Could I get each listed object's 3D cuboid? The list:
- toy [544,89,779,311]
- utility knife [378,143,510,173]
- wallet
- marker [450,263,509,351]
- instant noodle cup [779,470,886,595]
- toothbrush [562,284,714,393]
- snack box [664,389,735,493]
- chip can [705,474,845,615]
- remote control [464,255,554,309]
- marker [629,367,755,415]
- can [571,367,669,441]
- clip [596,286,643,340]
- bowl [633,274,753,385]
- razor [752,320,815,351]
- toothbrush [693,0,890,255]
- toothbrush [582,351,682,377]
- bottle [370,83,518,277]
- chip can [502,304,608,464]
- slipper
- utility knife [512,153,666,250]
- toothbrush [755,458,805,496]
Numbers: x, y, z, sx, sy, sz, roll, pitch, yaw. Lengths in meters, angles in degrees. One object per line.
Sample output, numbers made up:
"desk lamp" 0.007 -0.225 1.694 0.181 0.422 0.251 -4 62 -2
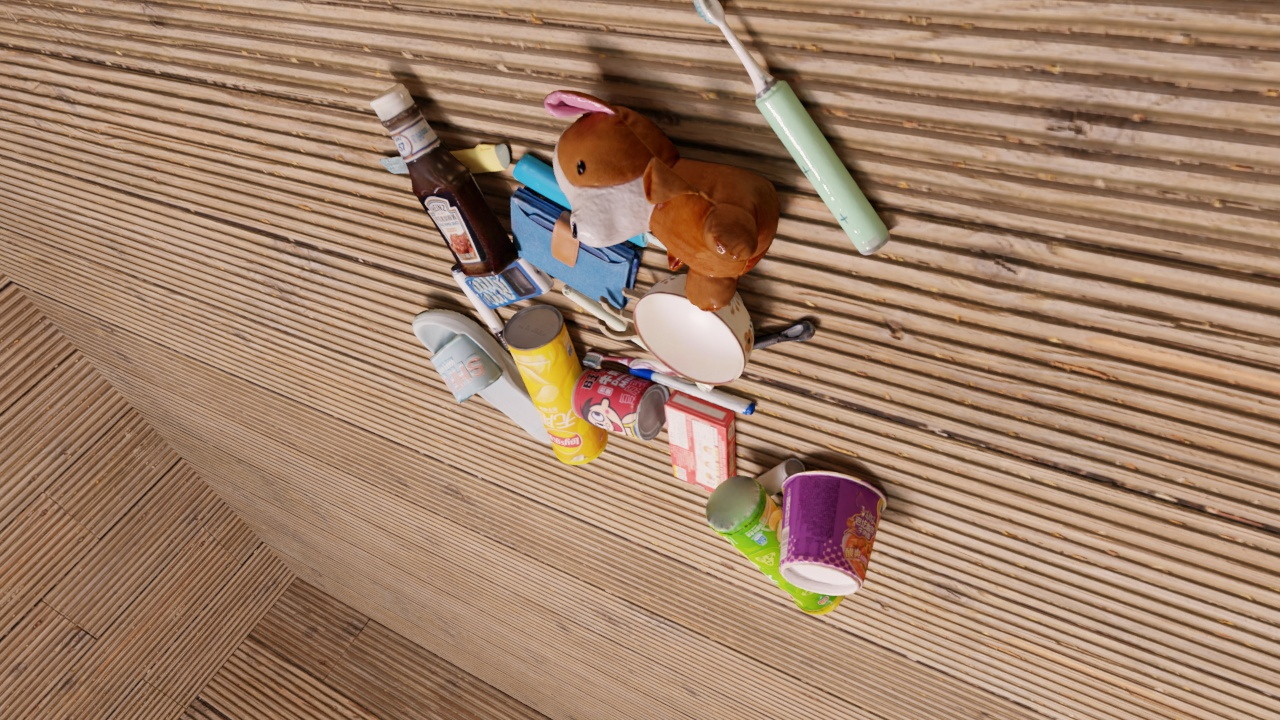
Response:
"toy" 0.005 -0.125 0.717 0.199 0.130 0.140 40 157 11
"utility knife" -0.196 -0.195 0.907 0.195 0.020 0.031 2 131 34
"wallet" -0.065 -0.105 0.887 0.133 0.040 0.107 30 154 8
"marker" -0.185 -0.062 1.085 0.023 0.018 0.131 16 146 46
"instant noodle cup" 0.193 0.182 0.946 0.111 0.099 0.112 11 150 6
"toothbrush" -0.002 -0.026 0.953 0.189 0.020 0.029 33 120 6
"snack box" 0.070 0.098 1.045 0.075 0.025 0.153 21 147 22
"chip can" 0.155 0.211 1.038 0.073 0.072 0.221 1 145 45
"remote control" -0.145 -0.087 1.001 0.125 0.024 0.049 -8 129 51
"marker" 0.054 0.029 0.974 0.146 0.016 0.017 19 146 26
"can" -0.023 0.047 1.026 0.094 0.066 0.066 15 144 31
"clip" 0.011 -0.036 0.886 0.104 0.034 0.081 23 147 -28
"bowl" 0.056 -0.038 0.834 0.113 0.062 0.114 24 148 16
"razor" 0.108 -0.017 0.853 0.143 0.022 0.042 -14 80 49
"toothbrush" 0.108 -0.163 0.642 0.224 0.026 0.027 49 169 -22
"toothbrush" -0.006 0.006 0.973 0.188 0.017 0.016 9 146 52
"bottle" -0.191 -0.170 0.884 0.080 0.043 0.195 6 133 49
"chip can" -0.096 0.032 1.076 0.072 0.071 0.214 17 144 29
"slipper" -0.199 0.031 1.173 0.245 0.074 0.104 43 150 -16
"utility knife" -0.028 -0.130 0.829 0.207 0.018 0.034 31 153 10
"toothbrush" 0.128 0.158 1.071 0.027 0.026 0.222 46 150 3
